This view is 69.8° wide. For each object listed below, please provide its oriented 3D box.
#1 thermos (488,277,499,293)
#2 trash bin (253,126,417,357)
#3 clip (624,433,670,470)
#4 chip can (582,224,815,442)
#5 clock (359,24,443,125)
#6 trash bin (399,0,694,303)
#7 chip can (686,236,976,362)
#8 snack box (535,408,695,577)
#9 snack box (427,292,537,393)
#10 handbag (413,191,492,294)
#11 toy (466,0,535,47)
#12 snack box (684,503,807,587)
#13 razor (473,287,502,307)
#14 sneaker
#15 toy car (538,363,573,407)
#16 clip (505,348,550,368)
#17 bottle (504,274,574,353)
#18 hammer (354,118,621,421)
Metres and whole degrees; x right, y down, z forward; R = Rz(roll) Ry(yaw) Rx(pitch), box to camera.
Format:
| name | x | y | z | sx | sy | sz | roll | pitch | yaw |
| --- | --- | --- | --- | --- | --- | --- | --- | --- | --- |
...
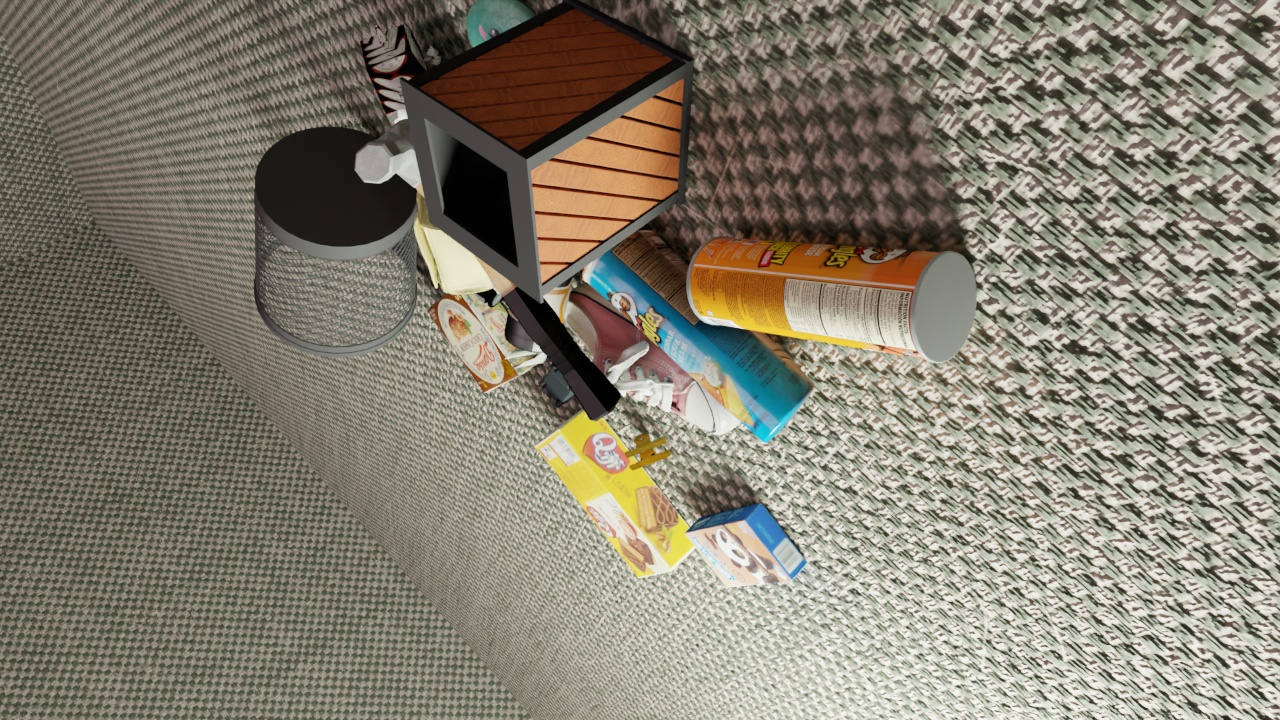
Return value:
| name | x | y | z | sx | sy | sz | roll | pitch | yaw |
| --- | --- | --- | --- | --- | --- | --- | --- | --- | --- |
| thermos | -0.141 | -0.159 | 0.964 | 0.065 | 0.077 | 0.207 | -129 | 21 | -51 |
| trash bin | -0.395 | -0.155 | 1.197 | 0.218 | 0.217 | 0.228 | 45 | 147 | 11 |
| clip | 0.007 | 0.108 | 1.095 | 0.049 | 0.054 | 0.044 | 94 | 154 | -82 |
| chip can | 0.054 | -0.028 | 0.831 | 0.229 | 0.079 | 0.080 | 43 | 151 | 13 |
| clock | -0.225 | -0.275 | 0.944 | 0.155 | 0.065 | 0.114 | 66 | -177 | -81 |
| trash bin | -0.070 | -0.174 | 0.741 | 0.140 | 0.171 | 0.140 | 36 | 148 | 26 |
| chip can | 0.135 | -0.051 | 0.691 | 0.215 | 0.075 | 0.075 | 13 | 134 | 49 |
| snack box | -0.033 | 0.174 | 1.205 | 0.230 | 0.061 | 0.110 | 52 | 151 | -1 |
| snack box | -0.215 | -0.035 | 1.245 | 0.147 | 0.041 | 0.143 | 56 | 151 | -7 |
| handbag | -0.210 | -0.151 | 1.053 | 0.119 | 0.081 | 0.111 | 88 | 171 | -54 |
| toy | -0.122 | -0.289 | 0.833 | 0.085 | 0.033 | 0.105 | 46 | 152 | -13 |
| snack box | 0.119 | 0.217 | 1.065 | 0.087 | 0.034 | 0.152 | 52 | 151 | -2 |
| razor | -0.213 | -0.115 | 1.145 | 0.156 | 0.057 | 0.060 | 30 | 177 | 33 |
| sneaker | -0.006 | 0.006 | 0.944 | 0.241 | 0.087 | 0.118 | 36 | 148 | 27 |
| toy car | -0.096 | 0.025 | 1.152 | 0.046 | 0.034 | 0.112 | 50 | 152 | 3 |
| clip | -0.115 | -0.012 | 1.118 | 0.058 | 0.101 | 0.050 | -36 | 84 | 19 |
| bottle | -0.096 | -0.099 | 0.942 | 0.059 | 0.059 | 0.182 | 32 | 121 | 31 |
| hammer | -0.128 | -0.081 | 0.864 | 0.039 | 0.130 | 0.328 | -31 | 102 | 25 |
